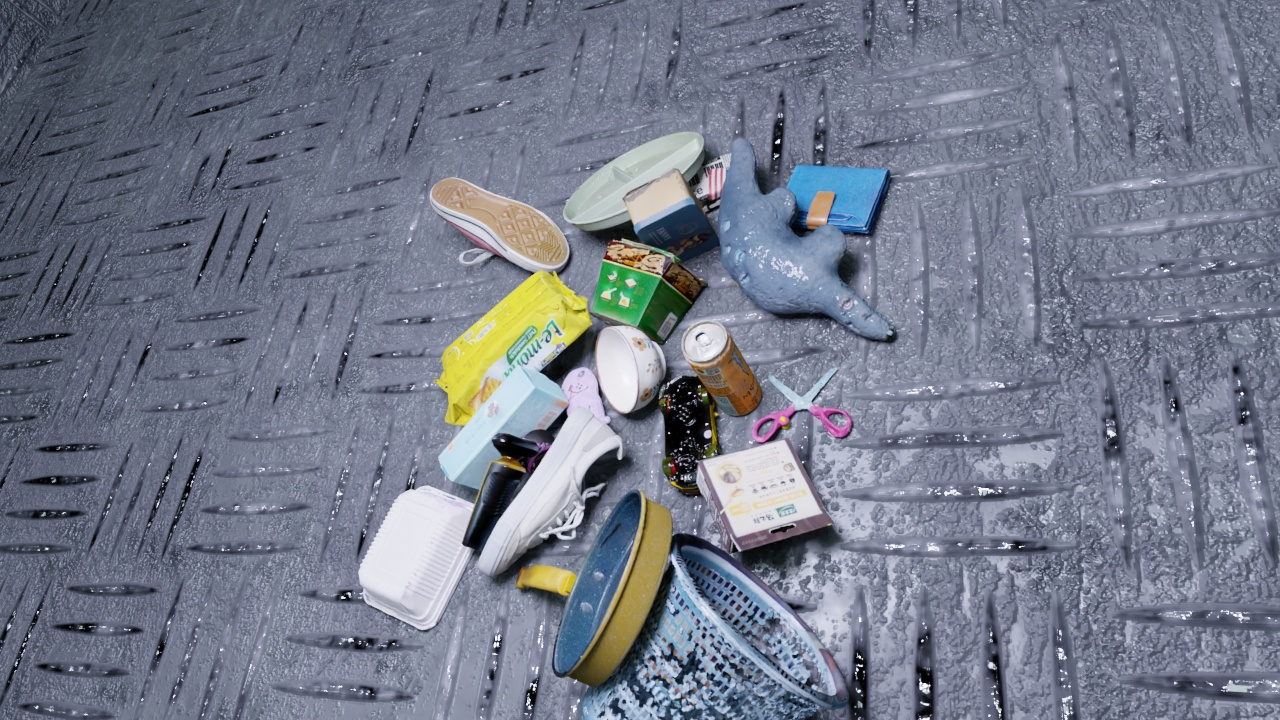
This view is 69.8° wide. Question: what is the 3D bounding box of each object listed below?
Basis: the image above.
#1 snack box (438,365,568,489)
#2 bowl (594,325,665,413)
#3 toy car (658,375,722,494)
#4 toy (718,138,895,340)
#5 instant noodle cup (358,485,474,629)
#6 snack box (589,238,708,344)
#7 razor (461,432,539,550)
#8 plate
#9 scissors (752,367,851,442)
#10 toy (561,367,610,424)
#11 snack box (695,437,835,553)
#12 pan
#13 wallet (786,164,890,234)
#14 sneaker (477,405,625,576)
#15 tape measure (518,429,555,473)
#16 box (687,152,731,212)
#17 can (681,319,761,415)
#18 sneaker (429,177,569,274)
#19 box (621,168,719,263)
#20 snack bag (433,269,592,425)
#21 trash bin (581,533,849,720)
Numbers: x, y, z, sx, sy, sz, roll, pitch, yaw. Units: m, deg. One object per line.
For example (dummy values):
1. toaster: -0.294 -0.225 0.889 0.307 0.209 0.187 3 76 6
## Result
1. snack box: -0.180 0.091 1.205 0.175 0.074 0.051 -48 52 9
2. bowl: -0.007 0.007 1.183 0.062 0.114 0.113 -14 46 -28
3. toy car: 0.062 0.088 1.129 0.071 0.041 0.155 -16 55 17
4. toy: 0.179 -0.138 1.168 0.138 0.091 0.356 -36 63 1
5. instant noodle cup: -0.295 0.248 1.202 0.138 0.060 0.173 14 68 32
6. snack box: 0.005 -0.087 1.226 0.118 0.118 0.105 20 85 34
7. razor: -0.184 0.167 1.160 0.167 0.062 0.067 -66 26 12
8. plate: -0.008 -0.257 1.324 0.230 0.027 0.229 -25 29 15
9. scissors: 0.194 0.057 1.101 0.133 0.017 0.133 -44 49 -8
10. toy: -0.078 0.059 1.217 0.084 0.039 0.108 -39 51 29
11. snack box: 0.136 0.156 1.022 0.113 0.053 0.125 -14 53 -11
12. pan: -0.068 0.239 0.989 0.078 0.358 0.197 27 69 -9
13. wallet: 0.252 -0.215 1.217 0.133 0.040 0.106 11 63 32
14. sneaker: -0.106 0.178 1.141 0.091 0.089 0.242 35 94 3
15. tape measure: -0.134 0.121 1.196 0.058 0.057 0.039 -47 56 5
16. box: 0.086 -0.241 1.315 0.164 0.060 0.072 -22 75 14
17. can: 0.098 0.011 1.090 0.058 0.146 0.058 -11 58 19
18. sneaker: -0.214 -0.193 1.402 0.241 0.088 0.118 28 64 11
19. box: 0.041 -0.186 1.209 0.090 0.184 0.062 -26 74 13
20. snack bag: -0.183 -0.024 1.266 0.246 0.068 0.158 -41 28 1
21. trash bin: 0.057 0.318 0.908 0.195 0.226 0.226 -50 52 8
